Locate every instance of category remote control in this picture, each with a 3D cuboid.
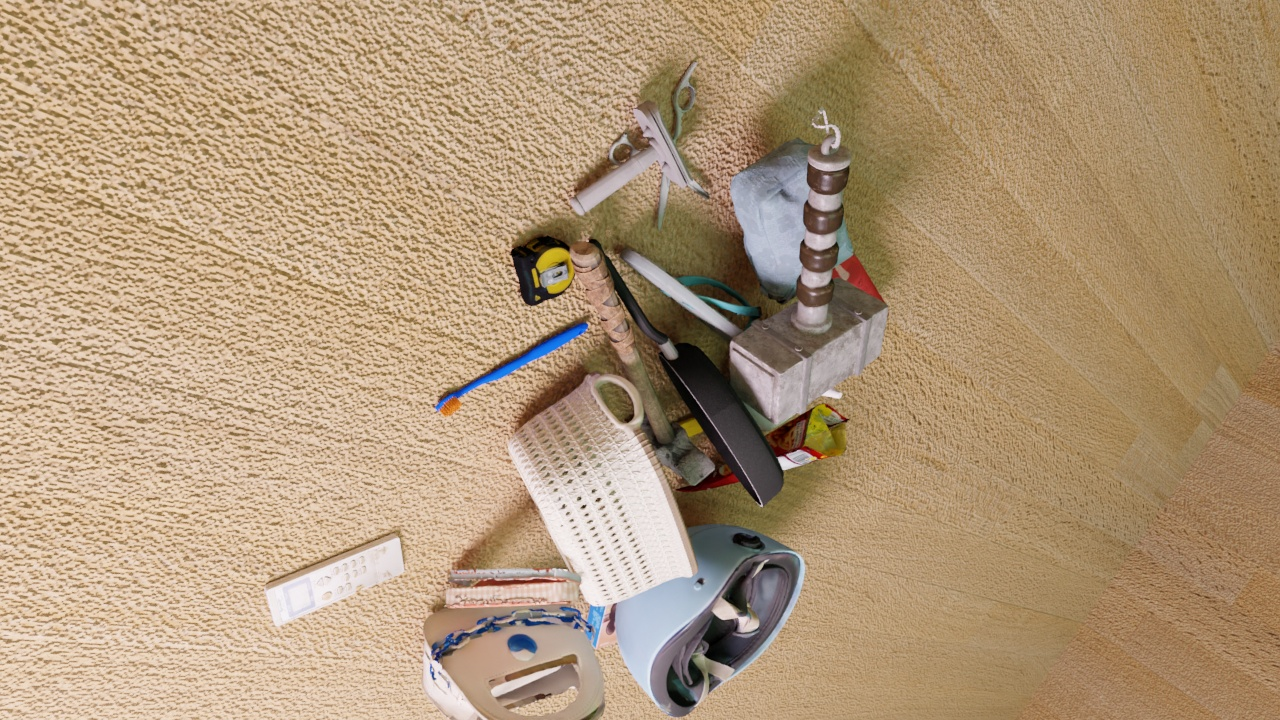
[{"bbox_3d":[-0.307,0.221,0.929,0.135,0.011,0.050,-19,127,-30],"label":"remote control"}]

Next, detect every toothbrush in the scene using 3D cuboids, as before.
[{"bbox_3d":[-0.127,0.007,0.937,0.182,0.018,0.016,-30,157,-21],"label":"toothbrush"}]

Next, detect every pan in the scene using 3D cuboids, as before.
[{"bbox_3d":[0.052,0.009,0.990,0.044,0.204,0.356,-34,113,-3],"label":"pan"}]

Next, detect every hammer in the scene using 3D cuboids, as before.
[{"bbox_3d":[-0.006,0.006,0.968,0.048,0.121,0.319,-37,133,-16],"label":"hammer"},{"bbox_3d":[0.177,-0.100,0.914,0.176,0.079,0.327,-30,138,-27],"label":"hammer"}]

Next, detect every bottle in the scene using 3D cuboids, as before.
[{"bbox_3d":[0.257,-0.097,1.160,0.062,0.062,0.176,-50,136,-3],"label":"bottle"}]

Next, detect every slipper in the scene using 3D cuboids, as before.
[{"bbox_3d":[0.084,-0.062,1.012,0.268,0.098,0.055,32,95,-45],"label":"slipper"}]

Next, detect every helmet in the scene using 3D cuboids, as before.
[{"bbox_3d":[0.081,0.297,1.138,0.265,0.167,0.226,-11,127,-38],"label":"helmet"}]

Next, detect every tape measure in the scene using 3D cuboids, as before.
[{"bbox_3d":[-0.092,-0.089,0.893,0.061,0.034,0.062,-32,134,-23],"label":"tape measure"}]

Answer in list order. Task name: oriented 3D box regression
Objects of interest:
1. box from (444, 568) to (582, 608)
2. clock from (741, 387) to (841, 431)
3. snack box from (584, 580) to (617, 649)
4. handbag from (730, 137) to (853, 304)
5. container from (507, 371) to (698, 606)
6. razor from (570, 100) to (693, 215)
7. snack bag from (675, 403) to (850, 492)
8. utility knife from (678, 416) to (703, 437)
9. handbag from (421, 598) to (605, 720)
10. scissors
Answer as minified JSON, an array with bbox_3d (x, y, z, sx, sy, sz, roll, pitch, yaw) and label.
[{"bbox_3d":[-0.138,0.246,0.968,0.059,0.187,0.056,59,42,-20],"label":"box"},{"bbox_3d":[0.183,0.035,1.121,0.125,0.073,0.161,-39,179,-24],"label":"clock"},{"bbox_3d":[-0.019,0.301,1.204,0.087,0.034,0.151,-7,120,-38],"label":"snack box"},{"bbox_3d":[0.158,-0.157,1.001,0.121,0.118,0.192,-37,142,-4],"label":"handbag"},{"bbox_3d":[-0.037,0.147,0.992,0.142,0.184,0.246,-28,130,-11],"label":"container"},{"bbox_3d":[-0.016,-0.180,0.884,0.116,0.047,0.088,-35,129,-3],"label":"razor"},{"bbox_3d":[0.159,0.128,1.159,0.138,0.066,0.209,-16,166,-45],"label":"snack bag"},{"bbox_3d":[0.043,0.088,1.133,0.151,0.017,0.030,-21,123,-30],"label":"utility knife"},{"bbox_3d":[-0.135,0.337,1.014,0.200,0.200,0.093,-8,117,-39],"label":"handbag"},{"bbox_3d":[0.031,-0.216,0.930,0.141,0.014,0.175,4,112,-38],"label":"scissors"}]
